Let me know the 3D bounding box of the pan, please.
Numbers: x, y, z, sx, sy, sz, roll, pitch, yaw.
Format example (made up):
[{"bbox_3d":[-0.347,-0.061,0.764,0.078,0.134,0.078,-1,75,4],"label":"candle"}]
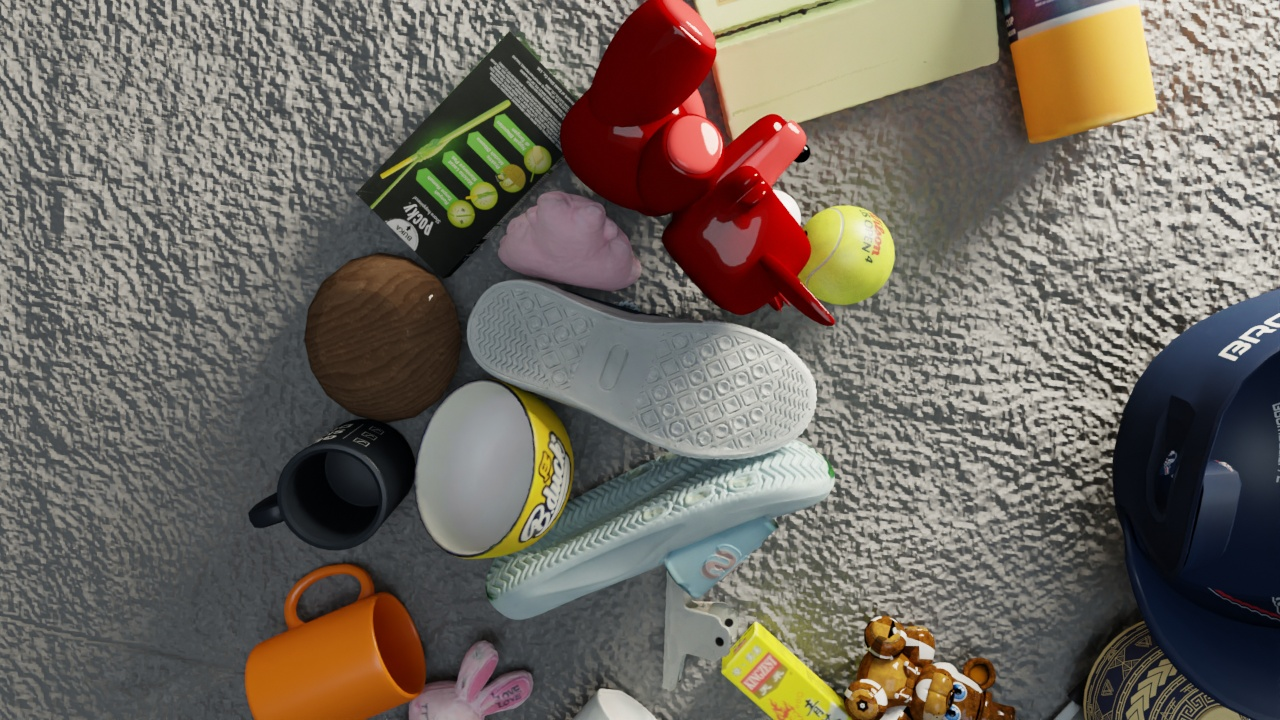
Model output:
[{"bbox_3d":[0.289,0.300,0.688,0.199,0.021,0.356,39,96,-5],"label":"pan"}]

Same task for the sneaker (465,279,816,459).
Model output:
[{"bbox_3d":[-0.004,0.004,0.609,0.235,0.087,0.089,18,90,-2],"label":"sneaker"}]

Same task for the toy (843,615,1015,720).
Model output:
[{"bbox_3d":[0.207,0.238,0.653,0.113,0.067,0.087,18,70,17],"label":"toy"}]

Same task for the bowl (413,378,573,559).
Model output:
[{"bbox_3d":[-0.090,0.075,0.620,0.117,0.067,0.117,-11,72,36],"label":"bowl"}]

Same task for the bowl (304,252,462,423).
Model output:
[{"bbox_3d":[-0.181,-0.014,0.620,0.118,0.030,0.118,1,95,14],"label":"bowl"}]

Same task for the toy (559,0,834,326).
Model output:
[{"bbox_3d":[0.043,-0.108,0.557,0.120,0.158,0.197,-40,98,-1],"label":"toy"}]

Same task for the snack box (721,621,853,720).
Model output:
[{"bbox_3d":[0.126,0.257,0.667,0.148,0.029,0.040,42,97,2],"label":"snack box"}]

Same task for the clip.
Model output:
[{"bbox_3d":[0.045,0.196,0.674,0.054,0.040,0.102,5,100,18],"label":"clip"}]

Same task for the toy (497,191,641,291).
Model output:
[{"bbox_3d":[-0.045,-0.080,0.596,0.099,0.096,0.052,10,68,-1],"label":"toy"}]

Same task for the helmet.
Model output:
[{"bbox_3d":[0.410,0.090,0.553,0.232,0.223,0.272,-6,89,15],"label":"helmet"}]

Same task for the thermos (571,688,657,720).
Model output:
[{"bbox_3d":[-0.068,0.345,0.659,0.099,0.099,0.220,38,94,-5],"label":"thermos"}]

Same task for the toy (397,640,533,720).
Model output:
[{"bbox_3d":[-0.132,0.255,0.668,0.110,0.047,0.063,-45,105,3],"label":"toy"}]

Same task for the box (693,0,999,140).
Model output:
[{"bbox_3d":[0.131,-0.233,0.597,0.188,0.047,0.141,-15,96,3],"label":"box"}]

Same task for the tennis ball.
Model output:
[{"bbox_3d":[0.134,-0.070,0.608,0.065,0.065,0.065,0,99,0],"label":"tennis ball"}]

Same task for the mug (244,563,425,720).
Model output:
[{"bbox_3d":[-0.219,0.202,0.652,0.096,0.077,0.112,-23,70,3],"label":"mug"}]

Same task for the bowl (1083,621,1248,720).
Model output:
[{"bbox_3d":[0.382,0.247,0.647,0.112,0.061,0.112,-2,101,-12],"label":"bowl"}]

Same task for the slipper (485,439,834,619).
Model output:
[{"bbox_3d":[0.014,0.119,0.622,0.245,0.104,0.074,-24,110,3],"label":"slipper"}]

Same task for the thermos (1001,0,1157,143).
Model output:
[{"bbox_3d":[0.258,-0.258,0.566,0.076,0.091,0.233,-11,99,23],"label":"thermos"}]

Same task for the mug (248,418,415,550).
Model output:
[{"bbox_3d":[-0.214,0.088,0.626,0.105,0.077,0.071,-19,98,3],"label":"mug"}]

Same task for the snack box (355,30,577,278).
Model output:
[{"bbox_3d":[-0.109,-0.136,0.618,0.147,0.025,0.080,-44,96,6],"label":"snack box"}]
